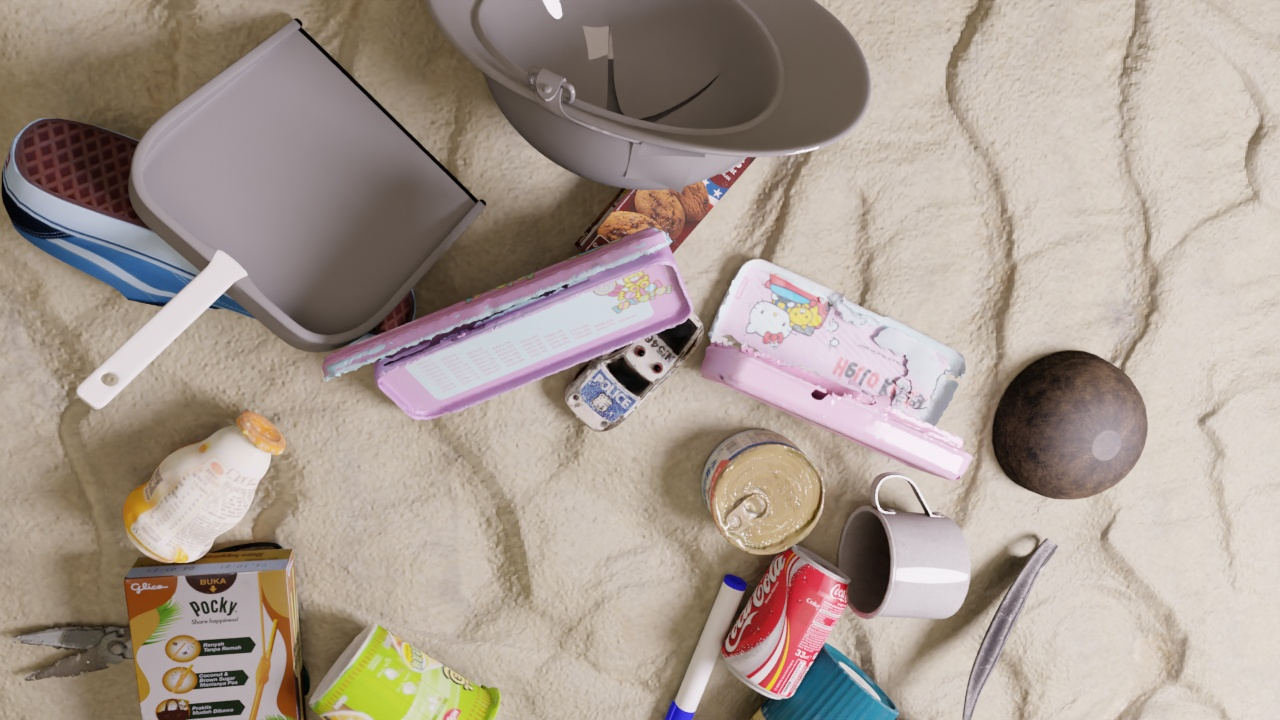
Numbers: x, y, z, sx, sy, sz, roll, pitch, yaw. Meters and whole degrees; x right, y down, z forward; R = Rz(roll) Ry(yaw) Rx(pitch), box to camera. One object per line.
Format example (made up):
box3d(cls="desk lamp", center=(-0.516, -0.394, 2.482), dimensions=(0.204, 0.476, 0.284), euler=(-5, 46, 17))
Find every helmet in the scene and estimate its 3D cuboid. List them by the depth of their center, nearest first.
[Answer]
box3d(cls="helmet", center=(-0.003, -0.162, 0.561), dimensions=(0.271, 0.118, 0.182), euler=(29, 58, 14))

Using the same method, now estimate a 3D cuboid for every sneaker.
box3d(cls="sneaker", center=(-0.268, -0.065, 0.585), dimensions=(0.241, 0.099, 0.083), euler=(23, 56, -27))

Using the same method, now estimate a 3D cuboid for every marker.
box3d(cls="marker", center=(0.050, 0.237, 0.730), dimensions=(0.020, 0.020, 0.141), euler=(18, 100, -14))

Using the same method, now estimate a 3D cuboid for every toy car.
box3d(cls="toy car", center=(-0.004, 0.004, 0.651), dimensions=(0.048, 0.040, 0.113), euler=(43, 94, -16))

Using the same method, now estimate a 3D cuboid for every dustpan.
box3d(cls="dustpan", center=(-0.219, -0.070, 0.530), dimensions=(0.163, 0.033, 0.256), euler=(44, 61, -17))

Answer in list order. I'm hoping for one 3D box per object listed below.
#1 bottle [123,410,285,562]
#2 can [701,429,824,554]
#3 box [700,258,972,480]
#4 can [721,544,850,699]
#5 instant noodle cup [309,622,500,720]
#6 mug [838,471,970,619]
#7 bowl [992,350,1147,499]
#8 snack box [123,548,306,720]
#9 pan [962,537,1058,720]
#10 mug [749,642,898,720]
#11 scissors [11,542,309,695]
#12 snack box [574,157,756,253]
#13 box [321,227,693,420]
box3d(cls="bottle", center=(-0.287, 0.082, 0.610), dimensions=(0.109, 0.063, 0.063), euler=(-44, 107, 3))
box3d(cls="can", center=(0.091, 0.098, 0.690), dimensions=(0.086, 0.043, 0.086), euler=(-2, 104, -9))
box3d(cls="box", center=(0.152, 0.003, 0.662), dimensions=(0.201, 0.087, 0.102), euler=(23, 86, -14))
box3d(cls="can", center=(0.112, 0.200, 0.705), dimensions=(0.064, 0.064, 0.105), euler=(30, 92, -15))
box3d(cls="instant noodle cup", center=(-0.173, 0.250, 0.661), dimensions=(0.108, 0.099, 0.099), euler=(41, 94, -9))
box3d(cls="mug", center=(0.202, 0.141, 0.700), dimensions=(0.070, 0.084, 0.113), euler=(6, 98, -14))
box3d(cls="bowl", center=(0.345, 0.057, 0.716), dimensions=(0.121, 0.056, 0.121), euler=(-2, 104, -9))
box3d(cls="snack box", center=(-0.294, 0.227, 0.647), dimensions=(0.101, 0.031, 0.186), euler=(-1, 106, -11))
box3d(cls="pan", center=(0.249, 0.301, 0.732), dimensions=(0.356, 0.055, 0.187), euler=(-53, 151, -5))
box3d(cls="mug", center=(0.148, 0.297, 0.715), dimensions=(0.107, 0.113, 0.083), euler=(-48, 132, 1))
box3d(cls="scissors", center=(-0.338, 0.180, 0.650), dimensions=(0.209, 0.015, 0.147), euler=(8, 105, -13))
box3d(cls="snack box", center=(0.021, -0.115, 0.630), dimensions=(0.051, 0.031, 0.141), euler=(40, 94, -16))
box3d(cls="box", center=(-0.076, -0.025, 0.574), dimensions=(0.214, 0.150, 0.049), euler=(-21, 76, 5))
